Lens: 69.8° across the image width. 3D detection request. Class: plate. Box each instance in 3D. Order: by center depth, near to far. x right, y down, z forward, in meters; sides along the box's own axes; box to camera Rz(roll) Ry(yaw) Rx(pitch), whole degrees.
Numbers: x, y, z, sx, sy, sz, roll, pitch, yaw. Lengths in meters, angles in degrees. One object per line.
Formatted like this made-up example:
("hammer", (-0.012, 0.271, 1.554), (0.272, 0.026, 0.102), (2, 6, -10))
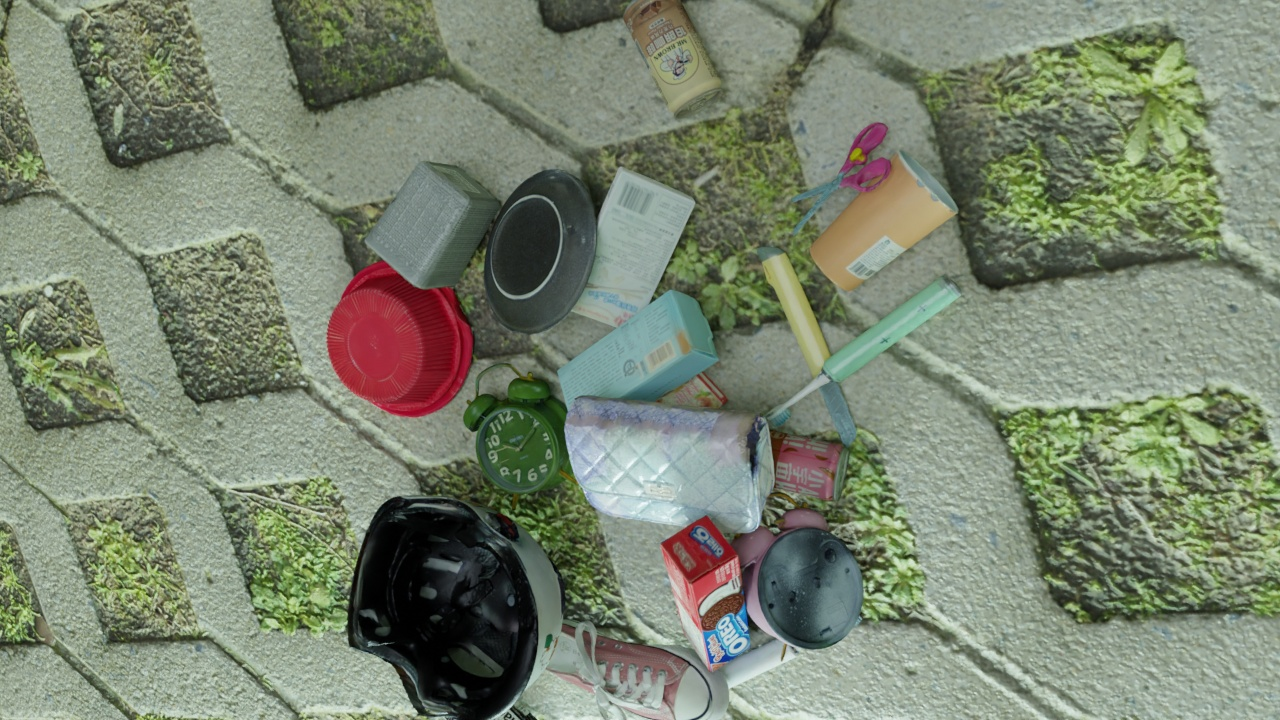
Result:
("plate", (-0.115, -0.117, 0.970), (0.180, 0.024, 0.179), (-11, 74, 41))

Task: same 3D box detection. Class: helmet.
("helmet", (-0.188, 0.265, 1.031), (0.274, 0.156, 0.230), (20, 97, 27))

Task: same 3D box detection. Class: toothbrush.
("toothbrush", (0.211, -0.006, 0.893), (0.225, 0.026, 0.027), (-38, 109, 17))
("toothbrush", (0.140, 0.318, 0.991), (0.221, 0.026, 0.026), (-34, 109, 22))

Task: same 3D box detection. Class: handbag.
("handbag", (0.031, 0.100, 0.895), (0.194, 0.075, 0.134), (3, 127, 22))

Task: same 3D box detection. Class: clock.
("clock", (0.152, 0.210, 0.923), (0.158, 0.117, 0.060), (70, 158, 5))
("clock", (-0.137, 0.080, 1.038), (0.116, 0.056, 0.161), (-24, 90, 22))

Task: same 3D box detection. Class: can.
("can", (0.032, -0.302, 0.901), (0.059, 0.058, 0.116), (-27, 89, 23))
("can", (0.135, 0.100, 0.936), (0.147, 0.057, 0.058), (11, 103, 19))

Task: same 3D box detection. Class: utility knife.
("utility knife", (0.170, -0.016, 0.922), (0.031, 0.022, 0.220), (-23, 85, 26))

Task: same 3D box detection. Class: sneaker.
("sneaker", (-0.024, 0.349, 1.012), (0.241, 0.087, 0.118), (11, 93, 26))

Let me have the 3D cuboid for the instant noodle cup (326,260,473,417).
("instant noodle cup", (-0.296, -0.022, 1.077), (0.194, 0.065, 0.194), (3, 100, 20))

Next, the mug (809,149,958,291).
("mug", (0.222, -0.125, 0.855), (0.078, 0.078, 0.123), (49, 117, 7))

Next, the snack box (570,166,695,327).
("snack box", (-0.014, -0.112, 0.951), (0.084, 0.027, 0.157), (20, 109, -15))

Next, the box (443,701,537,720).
("box", (-0.184, 0.434, 1.108), (0.163, 0.083, 0.075), (39, 104, 13))

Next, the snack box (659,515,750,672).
("snack box", (0.068, 0.239, 0.921), (0.057, 0.208, 0.058), (-29, 50, -14))

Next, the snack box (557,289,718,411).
("snack box", (-0.006, 0.006, 0.954), (0.175, 0.051, 0.074), (-34, 57, 29))

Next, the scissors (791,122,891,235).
("scissors", (0.189, -0.166, 0.853), (0.017, 0.130, 0.133), (37, 98, -25))

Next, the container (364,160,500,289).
("container", (-0.225, -0.152, 1.015), (0.090, 0.090, 0.114), (40, 108, 9))

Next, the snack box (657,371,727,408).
("snack box", (0.016, 0.066, 0.993), (0.075, 0.025, 0.153), (47, 112, 7))
